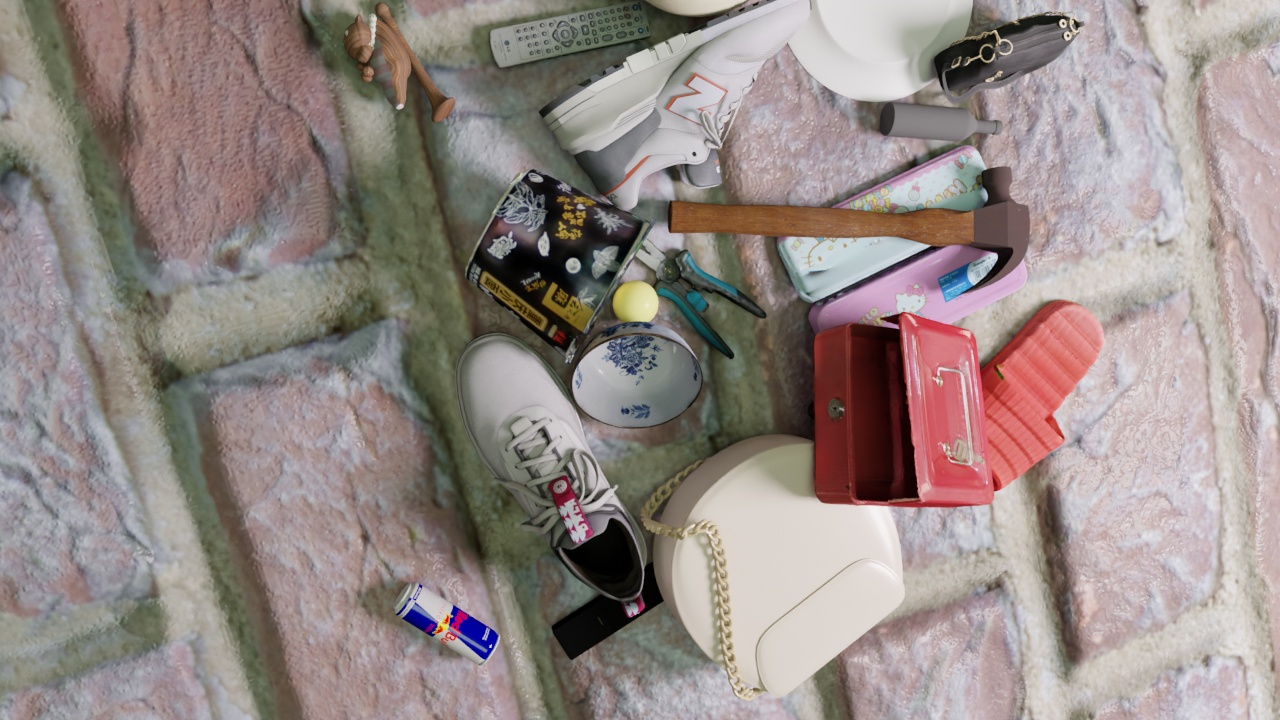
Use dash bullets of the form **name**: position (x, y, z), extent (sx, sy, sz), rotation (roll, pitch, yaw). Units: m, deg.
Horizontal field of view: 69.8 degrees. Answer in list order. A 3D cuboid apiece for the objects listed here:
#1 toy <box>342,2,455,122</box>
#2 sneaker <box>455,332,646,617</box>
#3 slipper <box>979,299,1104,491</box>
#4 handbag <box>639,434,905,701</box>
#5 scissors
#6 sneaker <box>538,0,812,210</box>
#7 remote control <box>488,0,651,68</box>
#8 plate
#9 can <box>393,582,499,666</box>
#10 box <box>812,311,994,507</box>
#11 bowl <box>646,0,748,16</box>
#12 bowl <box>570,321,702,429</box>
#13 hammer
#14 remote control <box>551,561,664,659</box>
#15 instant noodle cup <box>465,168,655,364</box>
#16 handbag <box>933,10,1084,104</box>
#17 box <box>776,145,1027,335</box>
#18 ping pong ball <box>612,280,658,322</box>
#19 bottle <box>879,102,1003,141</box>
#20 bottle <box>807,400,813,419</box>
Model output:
- **toy**: position (-0.199, -0.237, 0.738), extent (0.054, 0.042, 0.102), rotation (-34, 95, -28)
- **sneaker**: position (-0.071, 0.098, 0.763), extent (0.096, 0.129, 0.263), rotation (-31, 100, -6)
- **slipper**: position (0.360, 0.047, 0.874), extent (0.248, 0.059, 0.103), rotation (-46, 103, -3)
- **handbag**: position (0.124, 0.177, 0.817), extent (0.210, 0.103, 0.208), rotation (-35, 102, -10)
- **scissors**: position (0.048, -0.059, 0.820), extent (0.123, 0.019, 0.148), rotation (-13, 98, -8)
- **sneaker**: position (0.046, -0.208, 0.772), extent (0.240, 0.088, 0.124), rotation (-23, 106, 2)
- **remote control**: position (-0.059, -0.274, 0.772), extent (0.136, 0.013, 0.033), rotation (-15, 100, -8)
- **plate**: position (0.214, -0.329, 0.816), extent (0.188, 0.016, 0.188), rotation (-1, 98, -11)
- **can**: position (-0.171, 0.232, 0.810), extent (0.095, 0.032, 0.032), rotation (37, 89, -13)
- **box**: position (0.220, 0.048, 0.781), extent (0.134, 0.111, 0.157), rotation (10, 73, -36)
- **bowl**: position (0.046, -0.331, 0.740), extent (0.151, 0.075, 0.150), rotation (-1, 60, 2)
- **bowl**: position (-0.005, 0.005, 0.793), extent (0.114, 0.045, 0.114), rotation (-2, 134, -2)
- **hammer**: position (0.186, -0.119, 0.812), extent (0.323, 0.033, 0.115), rotation (2, 86, -6)
- **remote control**: position (-0.010, 0.221, 0.849), extent (0.150, 0.013, 0.034), rotation (-31, 102, -6)
- **instant noodle cup**: position (-0.070, -0.082, 0.743), extent (0.112, 0.137, 0.137), rotation (30, 91, -4)
- **handbag**: position (0.327, -0.273, 0.810), extent (0.128, 0.079, 0.054), rotation (-21, 98, -17)
- **box**: position (0.243, -0.094, 0.849), extent (0.214, 0.035, 0.151), rotation (-26, 98, -7)
- **ping pong ball**: position (-0.004, -0.050, 0.800), extent (0.040, 0.040, 0.040), rotation (-1, 98, -11)
- **bottle**: position (0.277, -0.216, 0.836), extent (0.113, 0.030, 0.030), rotation (1, 97, -11)
- **bottle**: position (0.196, 0.078, 0.863), extent (0.025, 0.025, 0.106), rotation (-41, 103, -4)
